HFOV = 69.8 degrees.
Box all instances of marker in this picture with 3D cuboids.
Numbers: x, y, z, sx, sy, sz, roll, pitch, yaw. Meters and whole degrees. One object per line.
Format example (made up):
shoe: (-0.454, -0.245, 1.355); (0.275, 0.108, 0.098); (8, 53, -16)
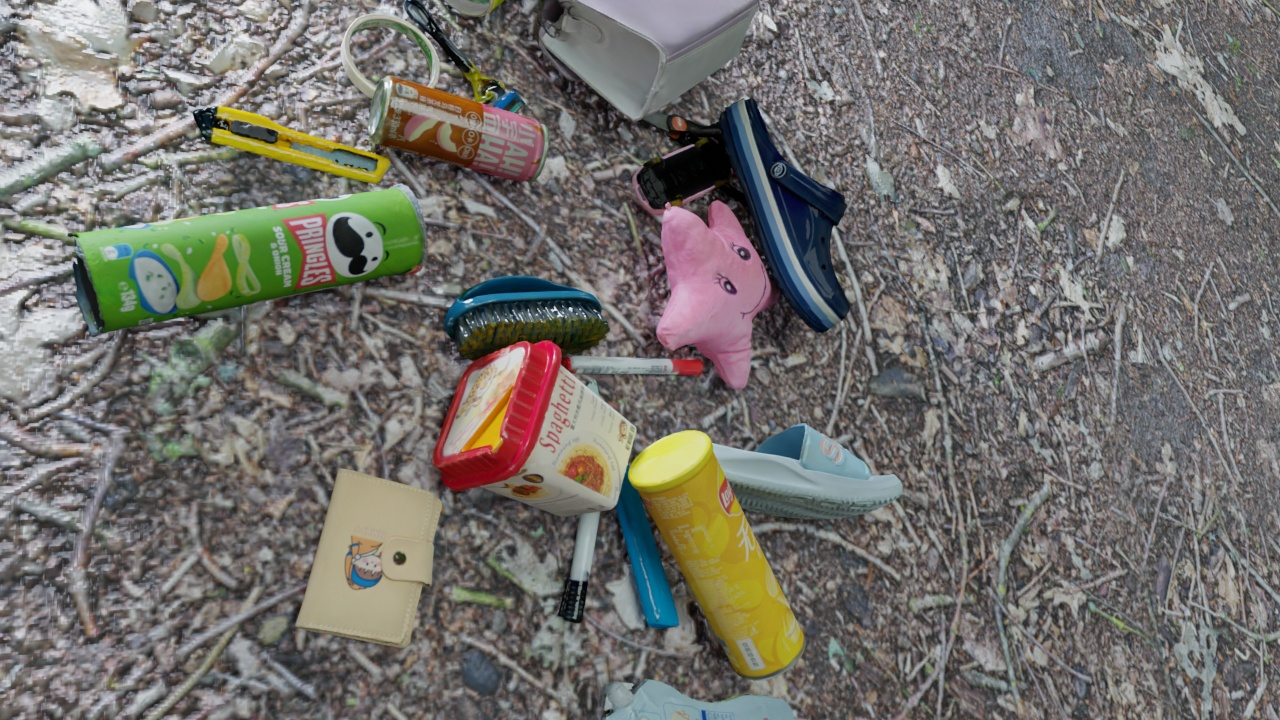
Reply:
marker: (-0.047, 0.150, 0.760); (0.022, 0.018, 0.130); (15, 65, -17)
marker: (-0.005, 0.005, 0.842); (0.145, 0.017, 0.017); (2, 71, -32)

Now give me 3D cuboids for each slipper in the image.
slipper: (0.159, -0.152, 0.928); (0.252, 0.095, 0.105); (68, 18, 7)
slipper: (0.121, 0.096, 0.837); (0.245, 0.104, 0.074); (13, 66, -21)

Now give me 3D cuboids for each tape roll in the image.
tape roll: (-0.220, -0.265, 0.810); (0.085, 0.014, 0.085); (12, 66, -28)

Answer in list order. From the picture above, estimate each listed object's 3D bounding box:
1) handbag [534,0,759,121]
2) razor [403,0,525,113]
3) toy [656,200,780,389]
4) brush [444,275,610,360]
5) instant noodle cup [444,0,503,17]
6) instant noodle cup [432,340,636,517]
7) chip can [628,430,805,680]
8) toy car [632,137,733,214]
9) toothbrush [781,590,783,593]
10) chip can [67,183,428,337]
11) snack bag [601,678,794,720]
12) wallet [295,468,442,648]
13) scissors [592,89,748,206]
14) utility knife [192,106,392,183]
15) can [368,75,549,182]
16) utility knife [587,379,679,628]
handbag: (0.007, -0.335, 0.919); (0.145, 0.099, 0.196); (38, 47, 8)
razor: (-0.167, -0.276, 0.845); (0.043, 0.022, 0.142); (-41, 94, 8)
toy: (0.066, -0.071, 0.873); (0.178, 0.075, 0.194); (52, 45, -25)
brush: (-0.099, -0.039, 0.779); (0.143, 0.055, 0.073); (-6, 53, -34)
instant noodle cup: (-0.138, -0.390, 0.859); (0.111, 0.112, 0.123); (39, 64, -14)
instant noodle cup: (-0.078, 0.062, 0.723); (0.124, 0.117, 0.116); (33, 57, -31)
chip can: (0.066, 0.162, 0.753); (0.071, 0.072, 0.213); (-42, 115, -36)
toy car: (0.042, -0.185, 0.929); (0.122, 0.037, 0.056); (-30, 96, -34)
toothbrush: (0.062, 0.161, 0.821); (0.187, 0.016, 0.017); (42, 65, -16)
chip can: (-0.276, -0.076, 0.668); (0.235, 0.072, 0.072); (-18, 82, -35)
snack bag: (0.045, 0.321, 0.741); (0.191, 0.039, 0.110); (16, 69, -25)
wallet: (-0.192, 0.144, 0.668); (0.087, 0.024, 0.115); (20, 61, -26)
scissors: (0.050, -0.228, 0.961); (0.234, 0.022, 0.152); (-3, 74, -33)
utility knife: (-0.276, -0.174, 0.739); (0.156, 0.015, 0.033); (11, 69, -29)
can: (-0.157, -0.199, 0.797); (0.147, 0.058, 0.057); (10, 67, -29)
utility knife: (-0.011, 0.122, 0.793); (0.034, 0.018, 0.225); (-1, 70, -54)
